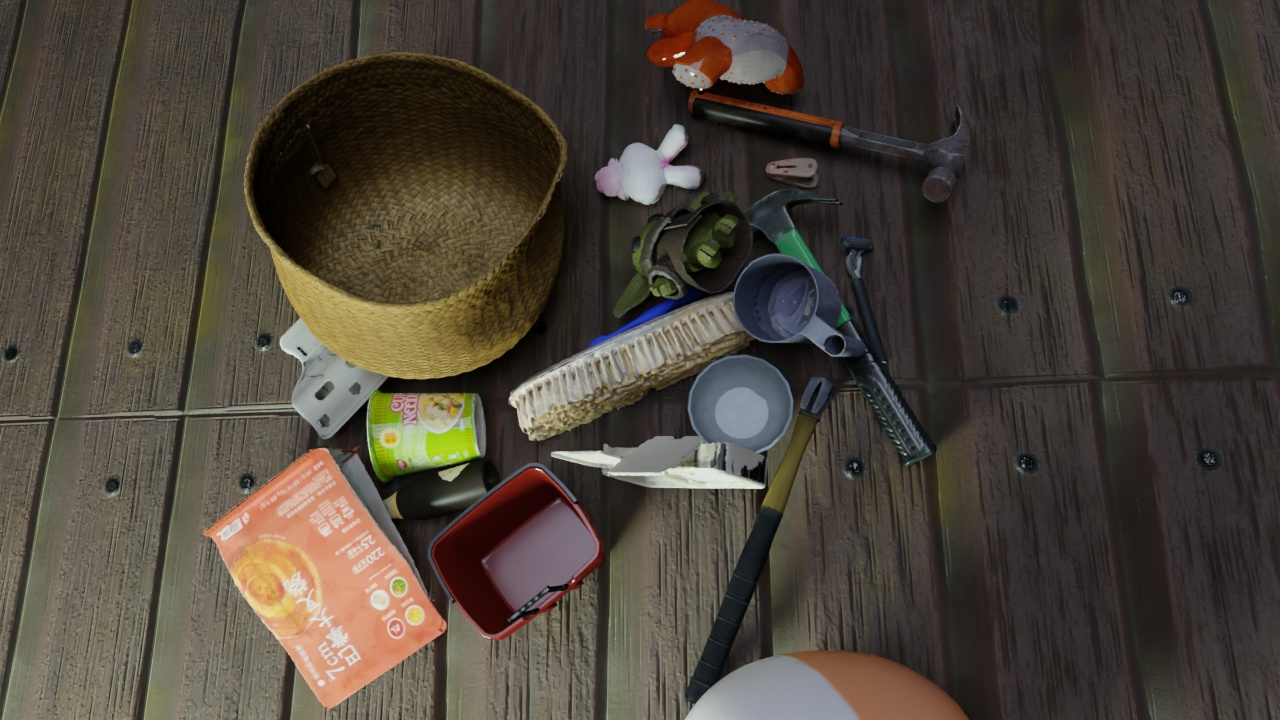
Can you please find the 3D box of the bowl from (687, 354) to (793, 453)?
[{"bbox_3d":[0.104,0.050,0.946,0.106,0.039,0.106,-3,73,8],"label":"bowl"}]

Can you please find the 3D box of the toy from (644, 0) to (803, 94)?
[{"bbox_3d":[0.086,-0.347,1.027,0.163,0.093,0.172,-7,37,-24],"label":"toy"}]

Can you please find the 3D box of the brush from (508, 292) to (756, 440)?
[{"bbox_3d":[-0.006,0.005,0.954,0.271,0.083,0.056,-24,71,1],"label":"brush"}]

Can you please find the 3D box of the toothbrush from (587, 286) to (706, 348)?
[{"bbox_3d":[0.023,-0.055,1.005,0.182,0.018,0.016,-30,71,-3],"label":"toothbrush"}]

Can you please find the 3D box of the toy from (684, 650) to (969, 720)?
[{"bbox_3d":[0.162,0.364,0.733,0.280,0.263,0.265,-16,73,-15],"label":"toy"}]

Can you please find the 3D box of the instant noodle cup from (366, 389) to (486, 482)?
[{"bbox_3d":[-0.222,0.074,0.968,0.108,0.099,0.098,-7,73,-1],"label":"instant noodle cup"}]

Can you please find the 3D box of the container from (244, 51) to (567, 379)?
[{"bbox_3d":[-0.232,-0.139,0.946,0.307,0.197,0.306,2,60,-4],"label":"container"}]

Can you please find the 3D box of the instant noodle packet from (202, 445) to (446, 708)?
[{"bbox_3d":[-0.313,0.220,0.932,0.164,0.084,0.221,-36,78,8],"label":"instant noodle packet"}]

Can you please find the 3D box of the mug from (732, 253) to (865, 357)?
[{"bbox_3d":[0.162,-0.045,0.895,0.124,0.103,0.084,40,105,21],"label":"mug"}]

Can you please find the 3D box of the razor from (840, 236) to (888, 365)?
[{"bbox_3d":[0.237,-0.062,0.969,0.042,0.022,0.144,1,73,-33],"label":"razor"}]

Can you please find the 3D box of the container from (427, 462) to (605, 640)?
[{"bbox_3d":[-0.114,0.181,0.857,0.148,0.201,0.127,-39,72,-4],"label":"container"}]

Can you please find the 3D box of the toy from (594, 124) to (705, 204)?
[{"bbox_3d":[0.008,-0.216,1.042,0.123,0.038,0.079,-15,84,4],"label":"toy"}]

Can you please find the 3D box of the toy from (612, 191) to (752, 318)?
[{"bbox_3d":[0.047,-0.119,0.954,0.078,0.153,0.179,44,72,-26],"label":"toy"}]

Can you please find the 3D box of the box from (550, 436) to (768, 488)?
[{"bbox_3d":[0.018,0.099,0.855,0.144,0.183,0.050,-6,73,35],"label":"box"}]

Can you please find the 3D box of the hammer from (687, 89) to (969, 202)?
[{"bbox_3d":[0.203,-0.261,1.014,0.315,0.035,0.137,19,52,21],"label":"hammer"}]

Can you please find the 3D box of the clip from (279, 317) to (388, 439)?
[{"bbox_3d":[-0.334,0.011,1.029,0.126,0.096,0.152,-46,52,-8],"label":"clip"}]

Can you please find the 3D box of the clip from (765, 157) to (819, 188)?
[{"bbox_3d":[0.169,-0.211,1.013,0.061,0.041,0.024,9,74,6],"label":"clip"}]

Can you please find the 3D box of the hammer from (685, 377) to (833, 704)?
[{"bbox_3d":[0.117,0.169,0.881,0.025,0.118,0.332,21,83,14],"label":"hammer"}]

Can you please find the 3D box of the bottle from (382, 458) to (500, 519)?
[{"bbox_3d":[-0.240,0.149,0.970,0.185,0.045,0.045,-17,72,12],"label":"bottle"}]

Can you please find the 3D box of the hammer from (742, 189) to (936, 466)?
[{"bbox_3d":[0.207,-0.038,0.948,0.130,0.032,0.318,-34,75,20],"label":"hammer"}]
